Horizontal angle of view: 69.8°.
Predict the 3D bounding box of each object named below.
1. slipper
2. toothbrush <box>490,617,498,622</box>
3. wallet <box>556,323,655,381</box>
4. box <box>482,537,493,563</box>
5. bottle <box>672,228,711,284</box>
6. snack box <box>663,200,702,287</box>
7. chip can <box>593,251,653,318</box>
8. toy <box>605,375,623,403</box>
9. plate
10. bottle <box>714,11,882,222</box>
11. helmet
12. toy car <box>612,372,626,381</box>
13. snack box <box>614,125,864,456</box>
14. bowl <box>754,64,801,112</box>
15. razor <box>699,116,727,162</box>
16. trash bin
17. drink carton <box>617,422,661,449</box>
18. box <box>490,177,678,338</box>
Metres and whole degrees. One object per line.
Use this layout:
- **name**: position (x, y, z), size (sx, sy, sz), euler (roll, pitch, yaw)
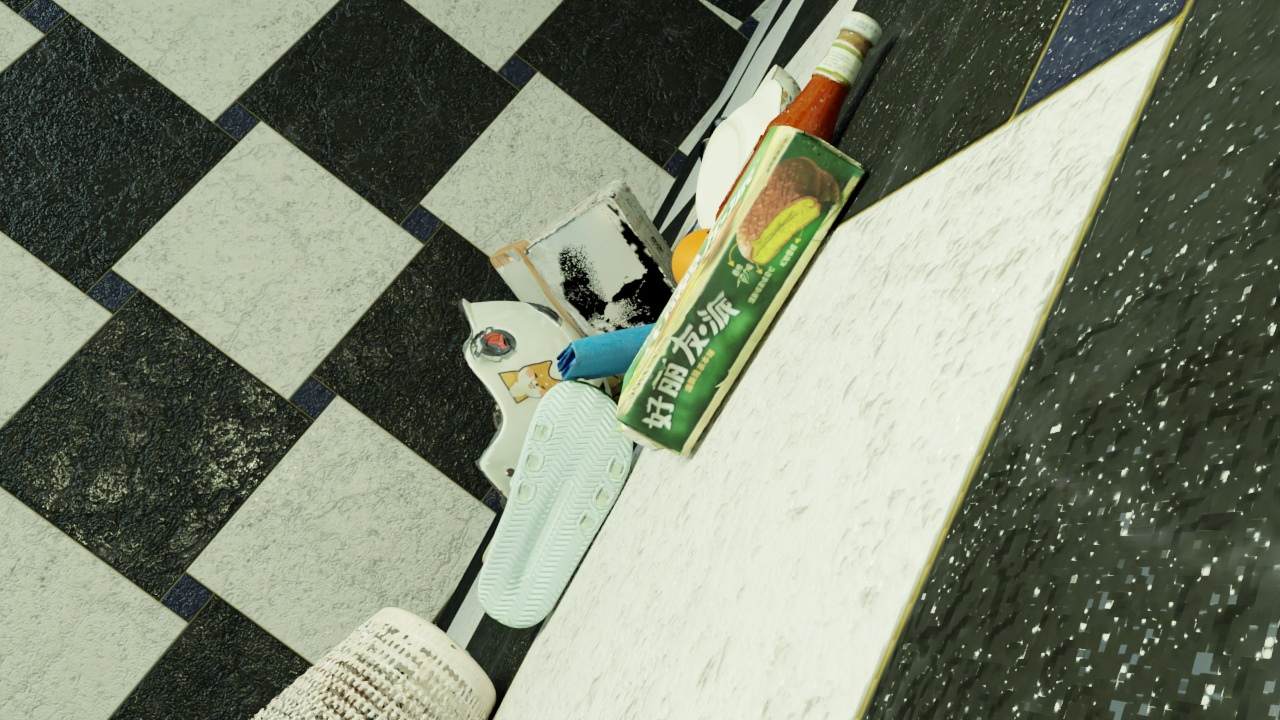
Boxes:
- **slipper**: position (-0.084, 0.140, 0.894), size (0.074, 0.104, 0.245), euler (-151, 84, -86)
- **toothbrush**: position (-0.167, 0.322, 1.163), size (0.014, 0.016, 0.190), euler (-54, 5, -26)
- **wallet**: position (-0.010, -0.013, 0.883), size (0.106, 0.133, 0.040), euler (144, 115, -74)
- **box**: position (-0.151, 0.205, 1.227), size (0.168, 0.079, 0.091), euler (-62, 7, -13)
- **bottle**: position (0.070, -0.080, 0.809), size (0.067, 0.066, 0.149), euler (-60, 13, 6)
- **snack box**: position (0.084, -0.174, 1.182), size (0.182, 0.046, 0.178), euler (-64, 6, -23)
- **chip can**: position (-0.013, -0.108, 1.276), size (0.073, 0.073, 0.216), euler (-61, -14, -1)
- **toy**: position (-0.040, 0.029, 1.186), size (0.105, 0.066, 0.157), euler (-45, 10, -14)
- **plate**: position (0.090, -0.176, 0.895), size (0.164, 0.034, 0.164), euler (143, 131, -67)
- **bottle**: position (0.134, -0.190, 0.765), size (0.206, 0.060, 0.059), euler (-60, 6, 6)
- **helmet**: position (-0.111, 0.047, 1.058), size (0.230, 0.157, 0.273), euler (90, 168, -65)
- **toy car**: position (-0.006, 0.006, 0.977), size (0.042, 0.035, 0.090), euler (-65, -29, -3)
- **snack box**: position (0.067, -0.054, 0.678), size (0.240, 0.063, 0.114), euler (-60, 5, 15)
- **bowl**: position (0.141, -0.253, 0.992), size (0.113, 0.062, 0.113), euler (-59, 8, 13)
- **razor**: position (0.103, -0.208, 1.045), size (0.062, 0.067, 0.167), euler (99, 172, -49)
- **trash bin**: position (-0.251, 0.354, 0.870), size (0.191, 0.227, 0.228), euler (-50, -1, -35)
- **drink carton**: position (0.024, 0.015, 0.806), size (0.122, 0.045, 0.053), euler (-63, 7, -10)
- **box**: position (-0.071, -0.087, 1.115), size (0.274, 0.179, 0.125), euler (-20, 22, 44)
